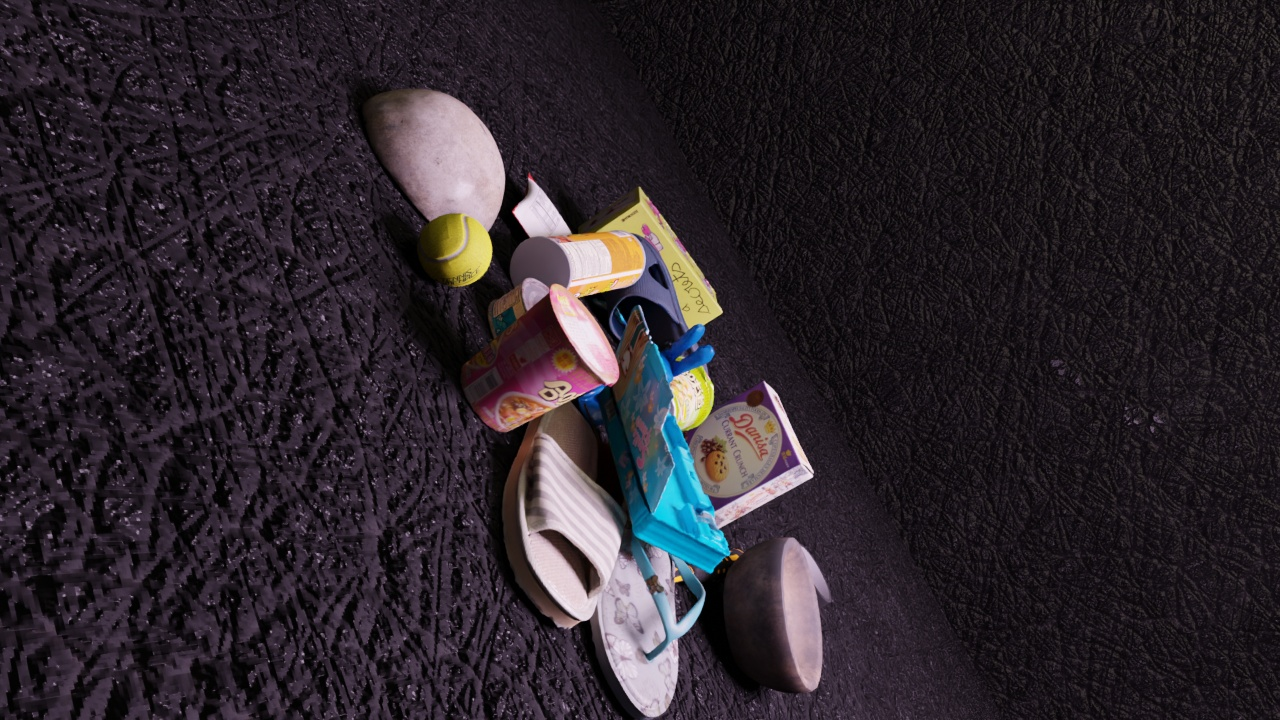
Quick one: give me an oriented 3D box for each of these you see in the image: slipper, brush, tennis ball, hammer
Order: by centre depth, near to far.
[{"bbox_3d":[-0.061,0.110,0.781,0.114,0.054,0.272,47,17,-23],"label":"slipper"},{"bbox_3d":[0.012,0.180,0.799,0.098,0.055,0.268,42,27,-20],"label":"slipper"},{"bbox_3d":[-0.166,-0.099,0.823,0.065,0.065,0.065,52,16,-22],"label":"tennis ball"},{"bbox_3d":[-0.030,0.098,0.919,0.048,0.017,0.126,-3,60,-39],"label":"brush"},{"bbox_3d":[0.049,0.223,0.949,0.320,0.036,0.123,20,42,-64],"label":"hammer"},{"bbox_3d":[0.000,-0.054,1.219,0.082,0.101,0.263,-2,58,-42],"label":"slipper"}]

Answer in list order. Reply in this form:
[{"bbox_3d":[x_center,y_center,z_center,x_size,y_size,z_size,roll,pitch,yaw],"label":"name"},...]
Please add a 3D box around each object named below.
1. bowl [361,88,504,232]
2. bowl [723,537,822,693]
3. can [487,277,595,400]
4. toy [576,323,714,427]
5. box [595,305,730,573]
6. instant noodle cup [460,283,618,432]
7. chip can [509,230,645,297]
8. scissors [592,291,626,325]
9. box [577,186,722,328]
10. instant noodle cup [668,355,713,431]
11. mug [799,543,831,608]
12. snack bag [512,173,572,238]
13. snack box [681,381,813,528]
[{"bbox_3d":[-0.193,-0.212,0.942,0.178,0.081,0.178,53,16,-24],"label":"bowl"},{"bbox_3d":[0.142,0.276,0.993,0.162,0.070,0.162,-12,90,-69],"label":"bowl"},{"bbox_3d":[-0.096,-0.017,0.928,0.130,0.044,0.129,52,16,-22],"label":"can"},{"bbox_3d":[-0.006,0.006,1.026,0.112,0.176,0.071,63,-22,19],"label":"toy"},{"bbox_3d":[0.007,0.073,0.852,0.227,0.086,0.169,-111,-179,-58],"label":"box"},{"bbox_3d":[-0.090,0.004,0.779,0.098,0.109,0.097,52,16,-22],"label":"instant noodle cup"},{"bbox_3d":[-0.068,-0.113,1.086,0.075,0.075,0.214,59,24,3],"label":"chip can"},{"bbox_3d":[-0.035,-0.073,1.305,0.139,0.011,0.134,36,26,-53],"label":"scissors"},{"bbox_3d":[0.014,-0.134,1.376,0.221,0.124,0.082,54,16,-23],"label":"box"},{"bbox_3d":[0.027,0.050,1.118,0.099,0.099,0.107,59,24,3],"label":"instant noodle cup"},{"bbox_3d":[0.167,0.272,1.116,0.113,0.088,0.078,43,21,-45],"label":"mug"},{"bbox_3d":[-0.114,-0.163,1.170,0.131,0.039,0.143,57,17,-24],"label":"snack bag"},{"bbox_3d":[0.128,0.121,1.177,0.040,0.148,0.143,44,20,-43],"label":"snack box"}]
